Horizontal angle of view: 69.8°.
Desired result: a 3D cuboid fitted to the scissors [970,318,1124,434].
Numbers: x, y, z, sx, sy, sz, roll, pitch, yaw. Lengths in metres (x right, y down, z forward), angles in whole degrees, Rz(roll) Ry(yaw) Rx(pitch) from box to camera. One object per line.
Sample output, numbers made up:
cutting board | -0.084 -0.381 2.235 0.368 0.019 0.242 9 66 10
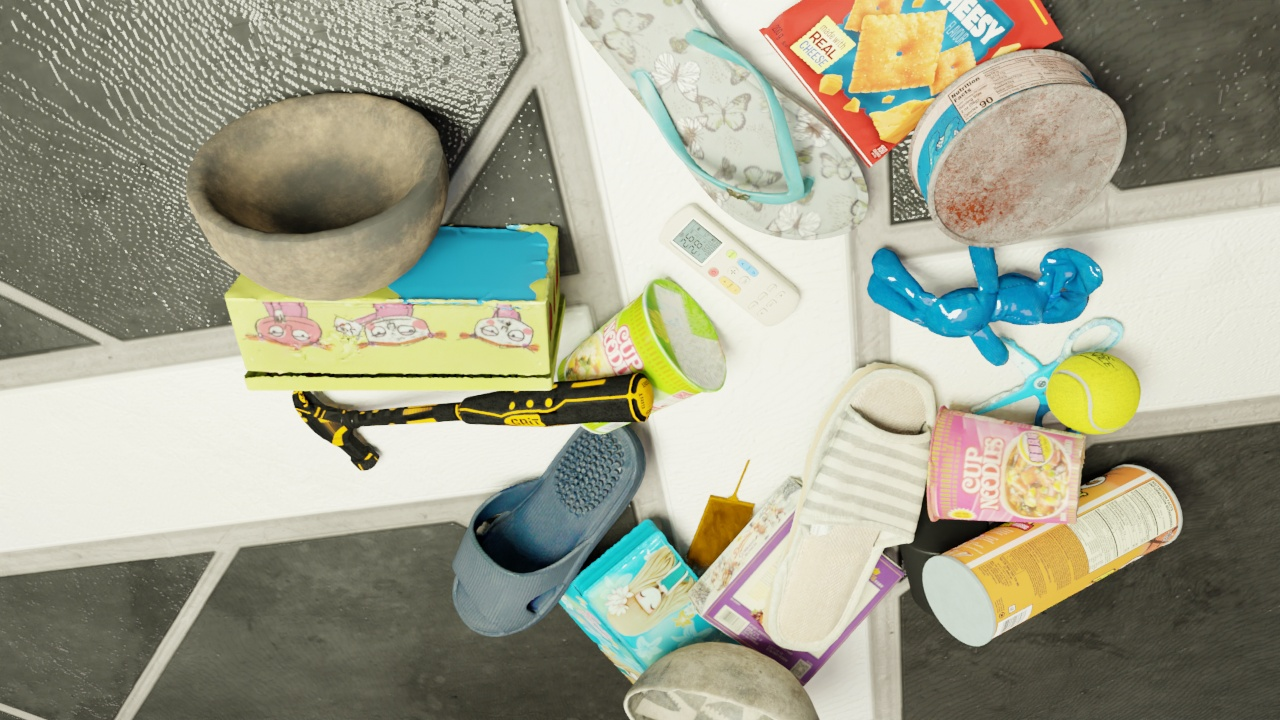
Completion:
scissors | 0.343 0.020 0.765 0.134 0.011 0.139 -30 119 16

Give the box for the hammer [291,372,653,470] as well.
hammer | -0.138 0.037 0.718 0.321 0.036 0.123 -6 135 26

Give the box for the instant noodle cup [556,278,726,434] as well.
instant noodle cup | -0.004 0.004 0.718 0.108 0.098 0.099 -31 118 28

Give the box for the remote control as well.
remote control | 0.070 -0.072 0.706 0.125 0.018 0.038 36 117 -20

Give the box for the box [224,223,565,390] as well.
box | -0.168 -0.041 0.672 0.221 0.124 0.083 1 125 -2

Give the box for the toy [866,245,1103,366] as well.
toy | 0.260 -0.050 0.681 0.176 0.070 0.113 3 149 2

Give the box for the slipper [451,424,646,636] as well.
slipper | -0.098 0.154 0.799 0.264 0.101 0.082 -49 154 23

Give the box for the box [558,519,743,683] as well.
box | 0.005 0.266 0.886 0.170 0.085 0.227 -22 121 24

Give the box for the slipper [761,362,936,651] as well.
slipper | 0.178 0.135 0.779 0.114 0.054 0.273 9 108 -22

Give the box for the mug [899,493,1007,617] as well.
mug | 0.292 0.166 0.832 0.113 0.078 0.088 -29 122 -12

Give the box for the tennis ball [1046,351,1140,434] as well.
tennis ball | 0.357 0.025 0.723 0.065 0.065 0.065 1 123 1

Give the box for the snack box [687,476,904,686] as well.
snack box | 0.144 0.205 0.843 0.143 0.040 0.148 40 93 -23

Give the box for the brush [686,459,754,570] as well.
brush | 0.080 0.148 0.851 0.048 0.017 0.127 12 123 -7

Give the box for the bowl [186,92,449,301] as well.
bowl | -0.207 -0.105 0.612 0.162 0.161 0.070 1 138 0

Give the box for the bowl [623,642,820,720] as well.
bowl | 0.081 0.301 0.817 0.178 0.081 0.179 13 141 10

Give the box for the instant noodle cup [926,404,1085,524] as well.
instant noodle cup | 0.295 0.089 0.738 0.109 0.097 0.098 5 127 28

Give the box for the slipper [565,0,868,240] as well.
slipper | 0.049 -0.164 0.621 0.268 0.054 0.098 40 128 -20

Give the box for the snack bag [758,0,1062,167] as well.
snack bag | 0.174 -0.214 0.596 0.144 0.039 0.131 -33 119 28

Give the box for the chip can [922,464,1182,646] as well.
chip can | 0.343 0.157 0.761 0.214 0.075 0.075 -19 126 -21

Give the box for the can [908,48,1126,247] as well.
can | 0.252 -0.140 0.620 0.130 0.044 0.130 -5 139 -5
